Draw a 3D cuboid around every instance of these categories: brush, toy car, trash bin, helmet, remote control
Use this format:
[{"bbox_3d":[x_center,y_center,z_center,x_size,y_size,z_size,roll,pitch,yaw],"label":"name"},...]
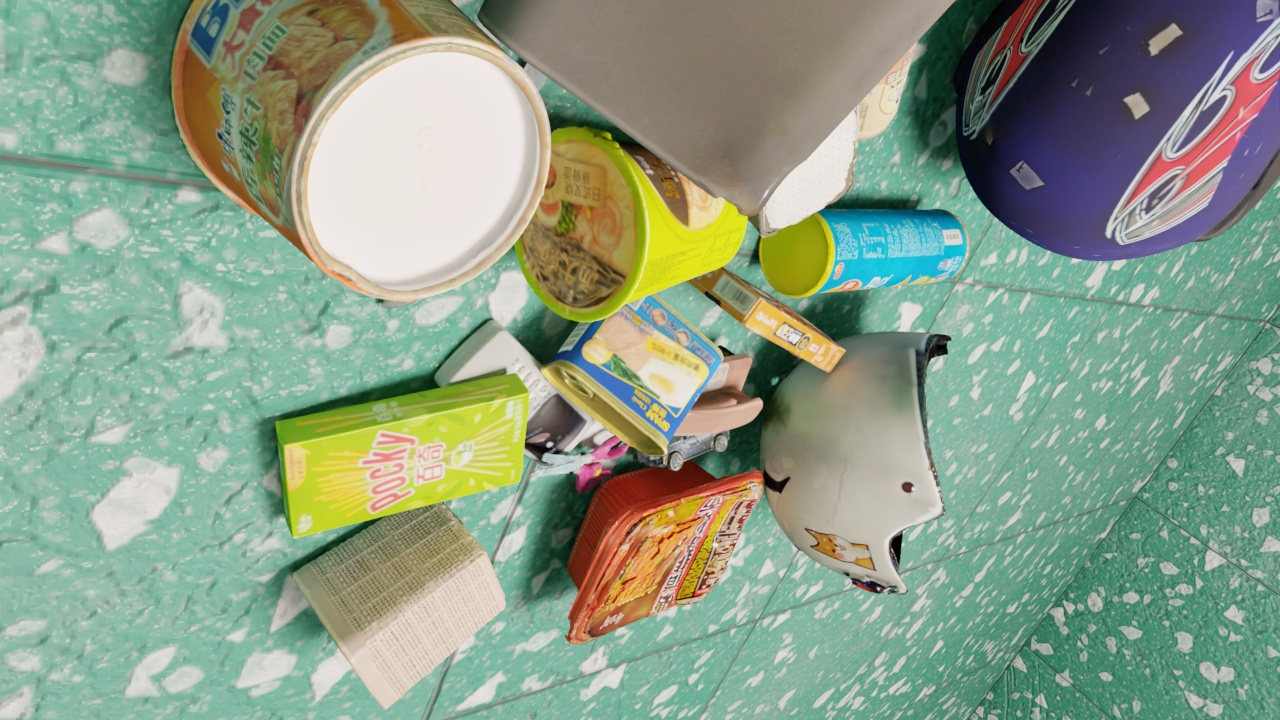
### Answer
[{"bbox_3d":[0.028,0.030,0.726,0.145,0.073,0.063,-8,129,-39],"label":"brush"},{"bbox_3d":[0.037,0.070,0.799,0.090,0.043,0.034,-19,108,-37],"label":"toy car"},{"bbox_3d":[0.054,-0.207,0.419,0.199,0.198,0.220,33,110,-13],"label":"trash bin"},{"bbox_3d":[0.190,0.090,0.859,0.274,0.157,0.229,84,18,-56],"label":"helmet"},{"bbox_3d":[-0.084,0.029,0.656,0.058,0.021,0.150,-45,143,-3],"label":"remote control"},{"bbox_3d":[0.387,-0.227,0.696,0.239,0.247,0.316,-21,145,-58],"label":"helmet"}]

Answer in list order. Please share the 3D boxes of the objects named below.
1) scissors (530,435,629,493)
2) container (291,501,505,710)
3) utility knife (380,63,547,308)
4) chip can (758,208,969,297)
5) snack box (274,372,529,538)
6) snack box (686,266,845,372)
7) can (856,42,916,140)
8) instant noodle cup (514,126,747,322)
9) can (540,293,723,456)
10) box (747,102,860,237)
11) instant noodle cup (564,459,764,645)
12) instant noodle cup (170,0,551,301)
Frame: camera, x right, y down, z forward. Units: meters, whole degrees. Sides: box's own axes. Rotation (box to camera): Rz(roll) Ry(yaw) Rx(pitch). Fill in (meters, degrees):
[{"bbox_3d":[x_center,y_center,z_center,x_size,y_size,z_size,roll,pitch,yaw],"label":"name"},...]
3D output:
[{"bbox_3d":[-0.043,0.074,0.719,0.073,0.017,0.137,-48,158,4],"label":"scissors"},{"bbox_3d":[-0.165,0.163,0.645,0.110,0.090,0.090,-35,142,-22],"label":"container"},{"bbox_3d":[-0.097,-0.103,0.528,0.029,0.013,0.182,16,111,-51],"label":"utility knife"},{"bbox_3d":[0.195,-0.095,0.781,0.209,0.071,0.071,-8,128,-42],"label":"chip can"},{"bbox_3d":[-0.150,0.060,0.594,0.156,0.026,0.086,-11,133,-28],"label":"snack box"},{"bbox_3d":[0.102,-0.036,0.736,0.153,0.075,0.026,22,107,-52],"label":"snack box"},{"bbox_3d":[0.155,-0.207,0.625,0.058,0.058,0.116,-39,159,-12],"label":"can"},{"bbox_3d":[0.001,-0.089,0.573,0.123,0.112,0.112,-17,134,-47],"label":"instant noodle cup"},{"bbox_3d":[-0.004,0.004,0.640,0.102,0.057,0.083,40,71,-14],"label":"can"},{"bbox_3d":[0.093,-0.171,0.600,0.089,0.061,0.184,-27,143,-12],"label":"box"},{"bbox_3d":[0.009,0.160,0.813,0.188,0.079,0.165,-10,133,-43],"label":"instant noodle cup"},{"bbox_3d":[-0.119,-0.106,0.422,0.151,0.111,0.152,-26,138,-26],"label":"instant noodle cup"}]
